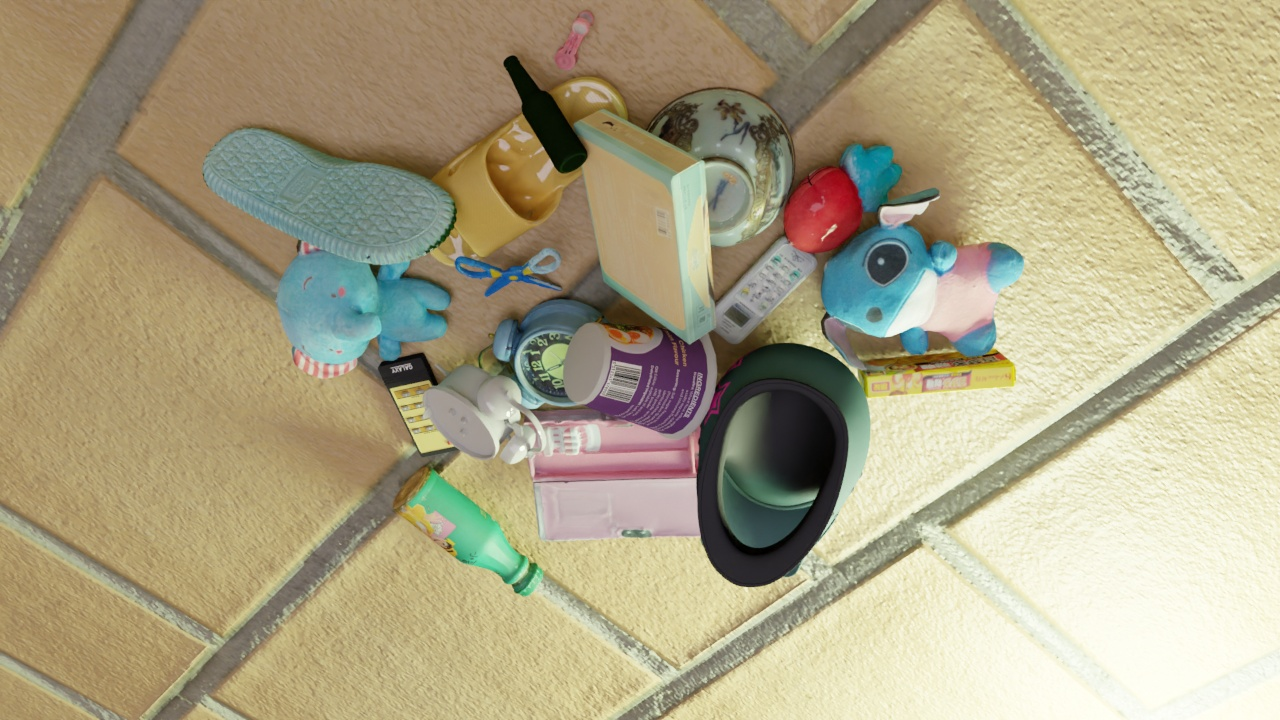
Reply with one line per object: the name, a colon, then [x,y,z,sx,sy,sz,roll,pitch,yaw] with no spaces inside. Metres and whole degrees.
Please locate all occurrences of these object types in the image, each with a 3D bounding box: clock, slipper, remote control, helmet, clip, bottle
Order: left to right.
slipper: [-0.311,-0.156,0.917,0.276,0.115,0.070,22,152,13]
remote control: [-0.260,0.055,1.094,0.058,0.013,0.133,-13,118,12]
bottle: [-0.211,0.221,1.155,0.068,0.068,0.209,-39,110,23]
clock: [-0.174,0.063,1.025,0.159,0.060,0.120,18,139,31]
slipper: [-0.126,-0.181,0.911,0.264,0.078,0.099,-33,111,19]
bottle: [-0.092,-0.231,0.850,0.033,0.033,0.123,-36,77,22]
clock: [-0.101,-0.003,1.022,0.162,0.059,0.118,-12,120,16]
clip: [-0.061,-0.299,0.861,0.023,0.045,0.060,30,104,-9]
remote control: [0.127,-0.075,0.981,0.050,0.022,0.134,36,117,-16]
helmet: [0.144,0.115,0.983,0.176,0.200,0.275,17,99,11]

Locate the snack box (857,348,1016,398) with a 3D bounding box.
snack box: [0.314,0.013,0.984,0.152,0.075,0.025,-5,103,8]

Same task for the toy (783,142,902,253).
toy: [0.197,-0.161,0.905,0.133,0.062,0.092,-39,144,4]

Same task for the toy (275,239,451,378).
toy: [-0.299,-0.052,0.987,0.180,0.114,0.184,8,114,-12]

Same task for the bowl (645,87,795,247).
bowl: [0.073,-0.174,0.887,0.160,0.093,0.160,2,120,3]

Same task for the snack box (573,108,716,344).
snack box: [0.006,-0.125,0.875,0.044,0.141,0.194,-33,139,-22]

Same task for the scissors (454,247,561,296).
scissors: [-0.135,-0.094,0.972,0.125,0.013,0.127,16,154,-36]

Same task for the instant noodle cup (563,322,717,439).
instant noodle cup: [-0.006,0.006,0.943,0.121,0.122,0.137,12,90,-32]

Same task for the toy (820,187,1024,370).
toy: [0.282,-0.082,0.921,0.191,0.098,0.225,7,132,-6]

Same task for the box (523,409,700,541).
box: [-0.018,0.136,1.106,0.233,0.040,0.179,-1,116,5]
